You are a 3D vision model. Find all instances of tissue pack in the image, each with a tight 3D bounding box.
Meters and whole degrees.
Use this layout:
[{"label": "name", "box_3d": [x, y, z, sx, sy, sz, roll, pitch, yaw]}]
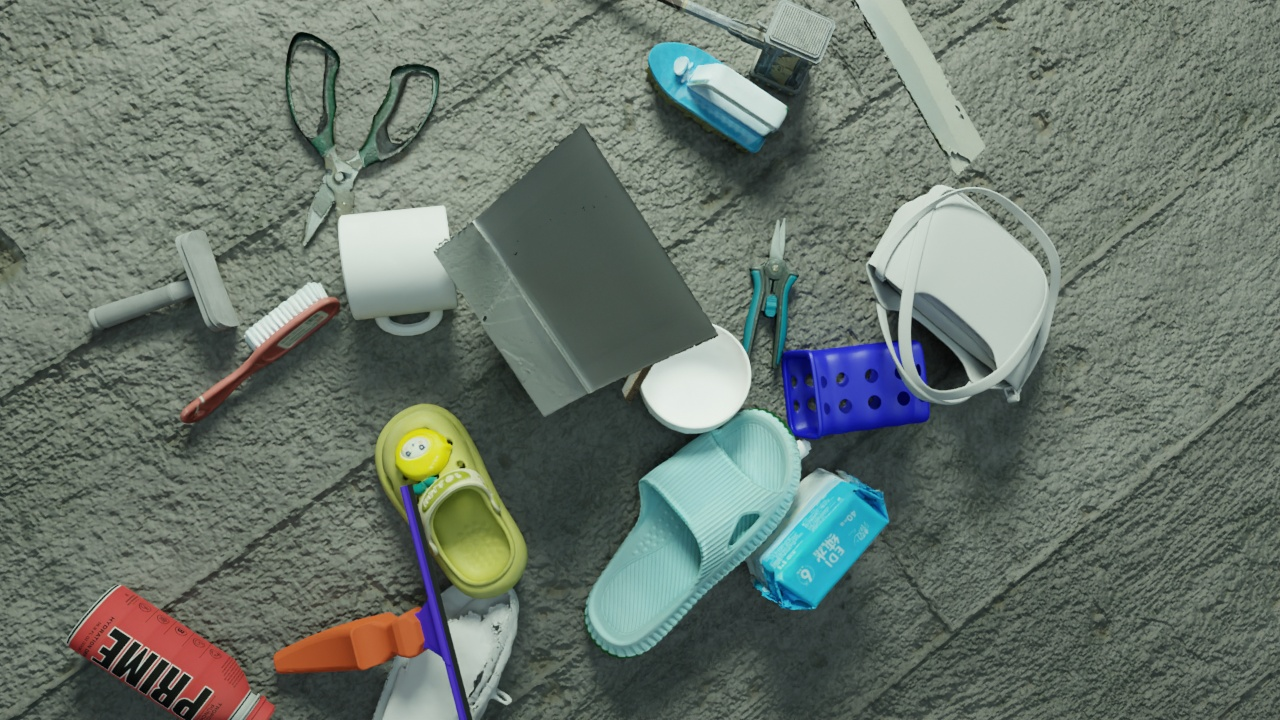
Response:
[{"label": "tissue pack", "box_3d": [0.162, 0.169, 0.865, 0.144, 0.093, 0.061, -46, 105, -5]}]

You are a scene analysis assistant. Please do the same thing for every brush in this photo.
[{"label": "brush", "box_3d": [0.068, -0.254, 0.861, 0.136, 0.075, 0.055, 30, 85, -9]}, {"label": "brush", "box_3d": [-0.005, 0.005, 0.821, 0.008, 0.143, 0.045, 30, 95, -8]}, {"label": "brush", "box_3d": [-0.345, -0.008, 0.820, 0.172, 0.041, 0.030, -40, 80, -4]}]

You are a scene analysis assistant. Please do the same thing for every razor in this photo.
[{"label": "razor", "box_3d": [-0.424, -0.053, 0.803, 0.116, 0.047, 0.088, -19, 94, -1]}]

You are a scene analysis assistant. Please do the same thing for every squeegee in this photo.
[{"label": "squeegee", "box_3d": [-0.243, 0.250, 0.812, 0.185, 0.055, 0.249, -16, 86, 15]}]

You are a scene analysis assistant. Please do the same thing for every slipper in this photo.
[{"label": "slipper", "box_3d": [-0.180, 0.312, 0.834, 0.112, 0.074, 0.246, 23, 81, 8]}, {"label": "slipper", "box_3d": [-0.173, 0.126, 0.815, 0.091, 0.081, 0.190, -33, 82, -5]}, {"label": "slipper", "box_3d": [0.043, 0.157, 0.853, 0.116, 0.069, 0.276, 40, 88, 30]}]

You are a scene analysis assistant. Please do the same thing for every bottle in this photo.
[{"label": "bottle", "box_3d": [-0.402, 0.270, 0.801, 0.176, 0.062, 0.062, 38, 85, -8]}]

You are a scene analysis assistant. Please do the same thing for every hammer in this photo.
[{"label": "hammer", "box_3d": [0.016, -0.341, 0.855, 0.322, 0.098, 0.044, 23, 87, -1]}]

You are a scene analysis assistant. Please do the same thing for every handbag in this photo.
[{"label": "handbag", "box_3d": [0.305, -0.043, 0.858, 0.216, 0.096, 0.222, 38, 55, -9]}]

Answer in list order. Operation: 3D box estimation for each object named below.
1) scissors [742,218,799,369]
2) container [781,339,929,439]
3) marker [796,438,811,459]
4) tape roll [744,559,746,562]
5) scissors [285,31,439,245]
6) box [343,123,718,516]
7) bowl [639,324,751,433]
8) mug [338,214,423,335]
[{"label": "scissors", "box_3d": [0.134, -0.061, 0.904, 0.129, 0.019, 0.139, -36, 89, 0]}, {"label": "container", "box_3d": [0.207, 0.026, 0.888, 0.113, 0.084, 0.085, -7, 91, -11]}, {"label": "marker", "box_3d": [0.110, 0.119, 0.896, 0.133, 0.020, 0.017, -37, 112, 2]}, {"label": "tape roll", "box_3d": [0.135, 0.165, 0.914, 0.093, 0.013, 0.093, 0, 92, -10]}, {"label": "scissors", "box_3d": [-0.286, -0.204, 0.832, 0.154, 0.015, 0.209, 29, 85, -12]}, {"label": "box", "box_3d": [-0.053, -0.050, 0.630, 0.148, 0.506, 0.167, -34, 97, -3]}, {"label": "bowl", "box_3d": [0.050, 0.019, 0.868, 0.105, 0.054, 0.104, 0, 74, -2]}, {"label": "mug", "box_3d": [-0.212, -0.074, 0.817, 0.090, 0.091, 0.121, -8, 126, -11]}]
